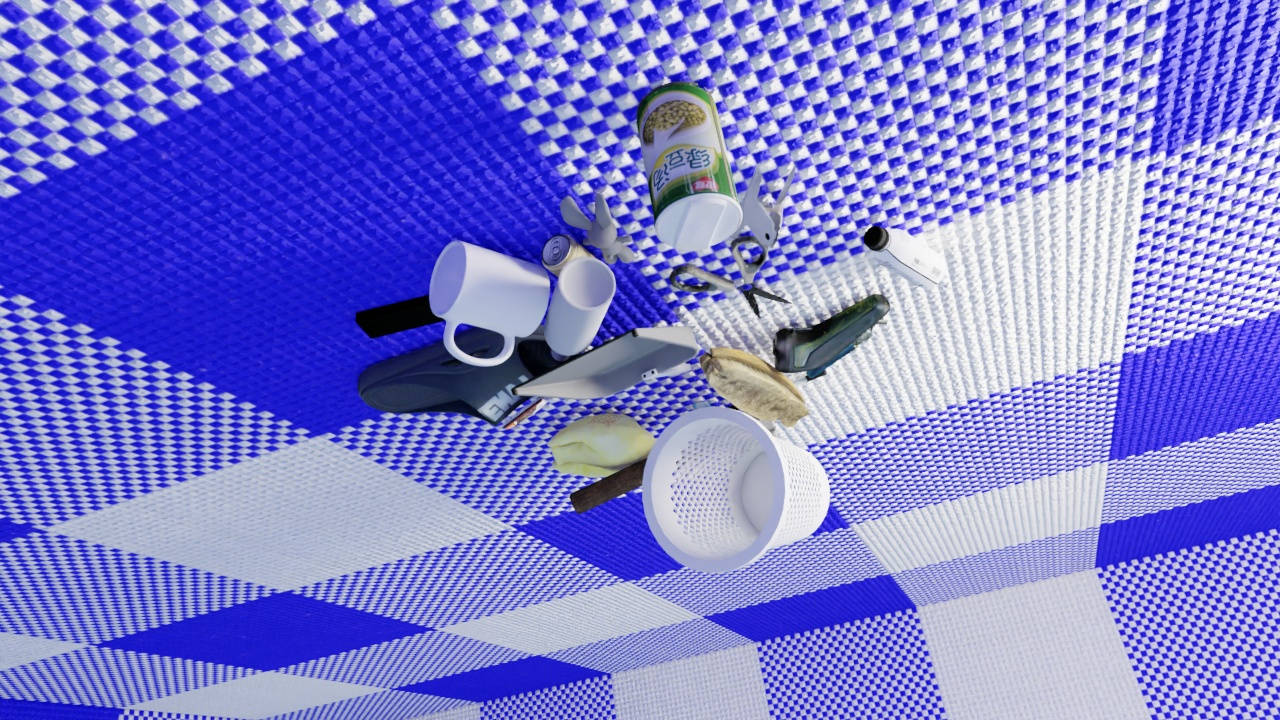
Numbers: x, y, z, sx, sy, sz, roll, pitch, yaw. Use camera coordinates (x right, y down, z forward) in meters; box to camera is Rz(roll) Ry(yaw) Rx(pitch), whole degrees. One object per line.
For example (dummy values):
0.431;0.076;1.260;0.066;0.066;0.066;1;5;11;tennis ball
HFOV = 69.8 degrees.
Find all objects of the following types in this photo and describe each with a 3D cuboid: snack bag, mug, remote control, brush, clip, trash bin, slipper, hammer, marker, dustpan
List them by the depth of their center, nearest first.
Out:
0.115;-0.138;0.862;0.058;0.051;0.102;32;150;8;clip
-0.148;-0.049;0.877;0.090;0.110;0.074;14;172;-36;mug
-0.218;-0.053;0.949;0.150;0.013;0.034;-13;148;8;remote control
-0.198;0.028;1.036;0.268;0.083;0.111;-14;150;13;slipper
-0.006;0.006;1.039;0.163;0.033;0.257;-25;172;27;dustpan
-0.129;0.058;1.086;0.057;0.013;0.158;-38;-179;1;snack bag
0.141;0.035;1.103;0.059;0.043;0.195;-42;134;22;brush
0.139;0.166;1.166;0.196;0.195;0.199;-26;158;29;trash bin
0.036;0.113;1.211;0.300;0.037;0.218;-25;145;-1;hammer
0.182;0.042;1.242;0.152;0.011;0.011;-24;148;26;marker

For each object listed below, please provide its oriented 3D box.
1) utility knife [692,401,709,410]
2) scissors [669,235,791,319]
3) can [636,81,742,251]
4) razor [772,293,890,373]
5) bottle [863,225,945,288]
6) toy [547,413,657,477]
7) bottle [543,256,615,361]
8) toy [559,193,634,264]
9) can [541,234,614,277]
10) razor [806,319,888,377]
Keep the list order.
0.110;0.099;1.322;0.022;0.015;0.179;-16;150;14;utility knife
0.106;-0.085;0.981;0.157;0.012;0.166;1;150;-14;scissors
0.036;-0.153;0.722;0.067;0.120;0.067;-7;152;-4;can
0.219;-0.035;1.077;0.152;0.053;0.067;-33;125;28;razor
0.272;-0.110;0.953;0.116;0.041;0.041;19;141;-41;bottle
-0.049;0.122;1.270;0.155;0.064;0.171;-5;153;-4;toy
-0.067;-0.039;0.904;0.052;0.052;0.196;-2;163;-13;bottle
-0.036;-0.119;0.861;0.049;0.030;0.111;-1;160;18;toy
-0.061;-0.090;0.898;0.038;0.038;0.079;-21;150;22;can
0.252;-0.013;1.150;0.042;0.022;0.144;6;149;-24;razor
